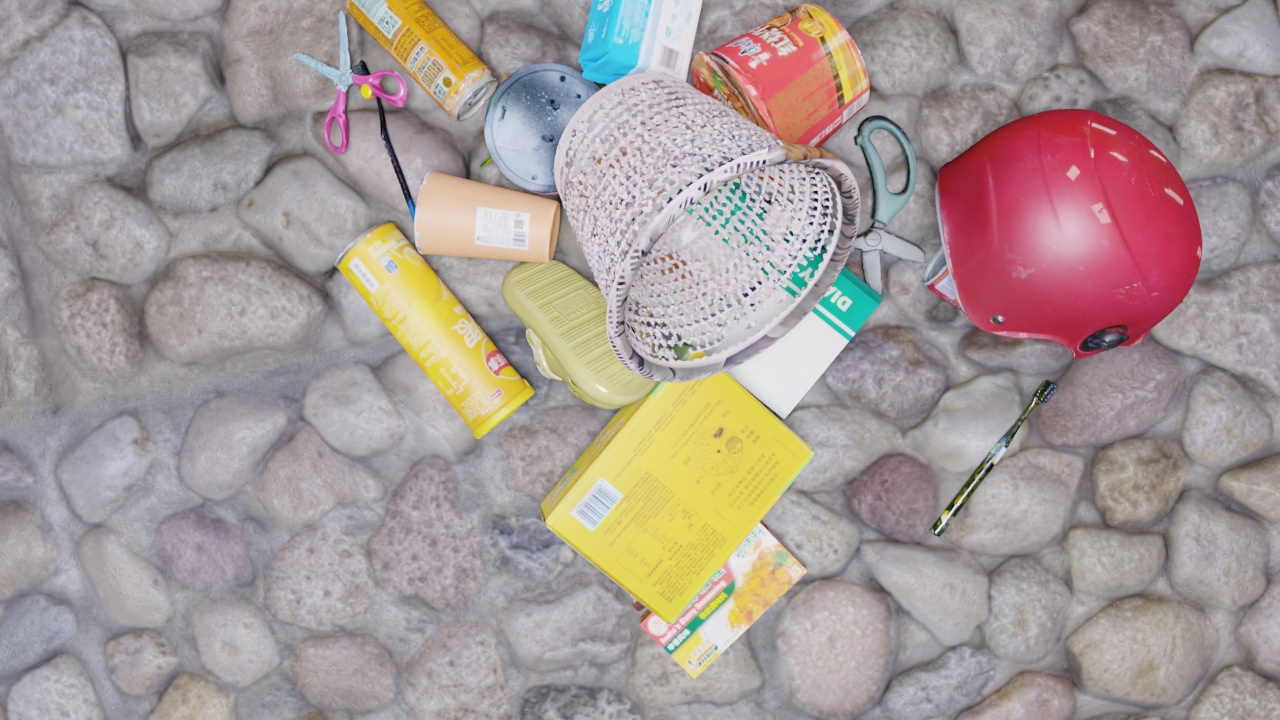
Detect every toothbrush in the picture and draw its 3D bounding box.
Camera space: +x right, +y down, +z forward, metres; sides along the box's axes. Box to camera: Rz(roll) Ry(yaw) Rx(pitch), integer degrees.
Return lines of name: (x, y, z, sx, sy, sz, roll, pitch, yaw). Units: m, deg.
toothbrush: (0.342, 0.096, 0.887, 0.012, 0.017, 0.186, 36, 94, -8)
toothbrush: (-0.240, -0.196, 0.884, 0.016, 0.014, 0.189, -18, 94, 4)

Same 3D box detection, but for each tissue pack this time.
tissue pack: (0.000, -0.309, 0.829, 0.090, 0.063, 0.140, 12, 89, -34)

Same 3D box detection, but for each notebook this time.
notebook: (0.103, -0.066, 0.872, 0.209, 0.012, 0.150, 38, 96, -1)

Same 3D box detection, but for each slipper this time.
slipper: (-0.057, -0.019, 0.850, 0.091, 0.082, 0.190, -27, 57, -28)

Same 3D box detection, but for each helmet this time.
helmet: (0.382, -0.118, 0.774, 0.240, 0.144, 0.206, 11, 62, -14)

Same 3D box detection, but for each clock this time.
clock: (-0.065, -0.206, 0.856, 0.158, 0.060, 0.117, 17, 93, 2)

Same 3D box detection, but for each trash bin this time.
trash bin: (0.033, -0.126, 0.757, 0.227, 0.227, 0.192, -38, 55, 3)

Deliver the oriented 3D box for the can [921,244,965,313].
can: (0.319, -0.072, 0.851, 0.094, 0.066, 0.066, 34, 94, -1)

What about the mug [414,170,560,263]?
mug: (-0.140, -0.129, 0.852, 0.123, 0.078, 0.078, 9, 94, 2)

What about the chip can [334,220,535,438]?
chip can: (-0.193, -0.028, 0.866, 0.072, 0.072, 0.213, -40, 92, 4)

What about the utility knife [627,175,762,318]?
utility knife: (0.059, -0.115, 0.884, 0.031, 0.022, 0.213, 44, 90, -5)

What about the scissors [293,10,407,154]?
scissors: (-0.280, -0.258, 0.870, 0.133, 0.017, 0.135, 28, 110, 15)

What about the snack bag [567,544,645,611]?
snack bag: (-0.021, 0.200, 0.900, 0.048, 0.026, 0.104, -42, 92, 12)

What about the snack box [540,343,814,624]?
snack box: (0.033, 0.111, 0.849, 0.157, 0.070, 0.210, 41, 87, -11)

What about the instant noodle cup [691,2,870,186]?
instant noodle cup: (0.129, -0.240, 0.818, 0.108, 0.138, 0.138, -35, 92, -5)

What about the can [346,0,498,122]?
can: (-0.203, -0.294, 0.853, 0.058, 0.058, 0.146, -44, 92, 4)

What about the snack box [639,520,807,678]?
snack box: (0.081, 0.229, 0.899, 0.156, 0.027, 0.077, -45, 91, 4)

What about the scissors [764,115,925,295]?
scissors: (0.200, -0.155, 0.873, 0.170, 0.019, 0.179, 18, 93, 2)
